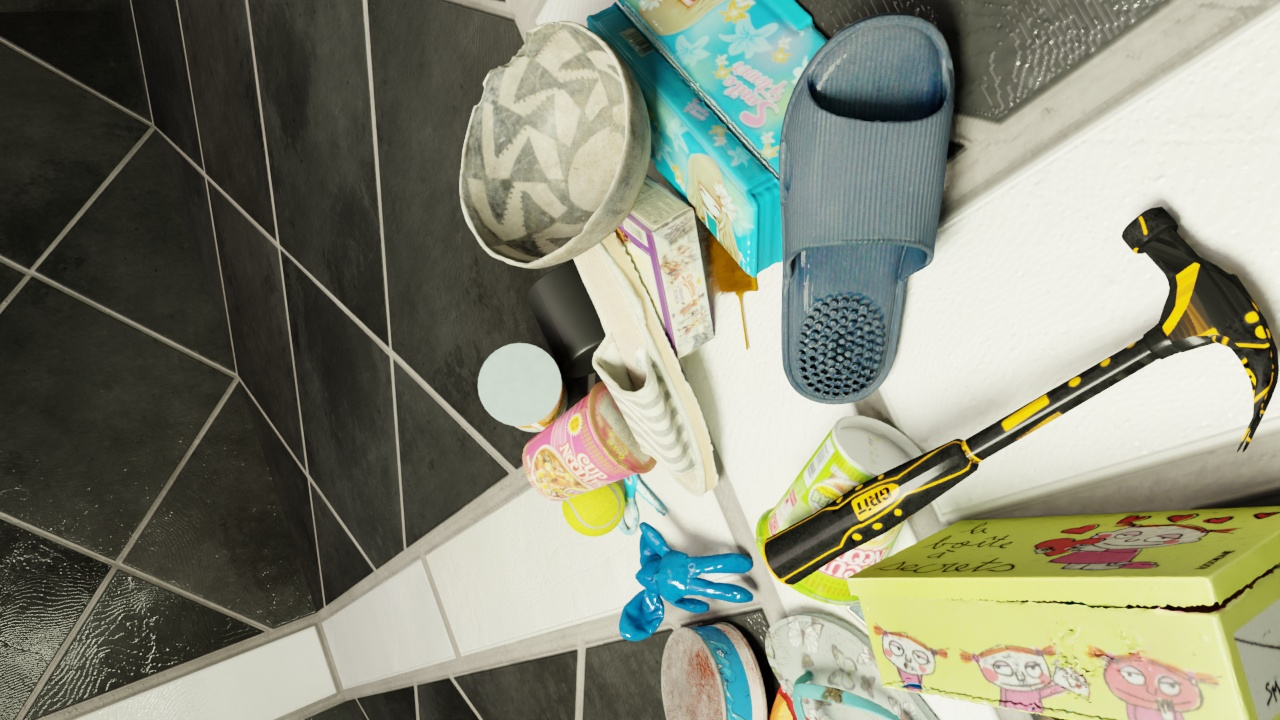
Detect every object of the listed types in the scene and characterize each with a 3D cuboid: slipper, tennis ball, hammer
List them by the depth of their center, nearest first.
[{"bbox_3d":[0.192,0.056,0.529,0.322,0.036,0.123,-41,58,35],"label":"hammer"},{"bbox_3d":[0.132,-0.073,0.569,0.082,0.101,0.264,-75,-11,-58],"label":"slipper"},{"bbox_3d":[0.187,0.293,0.698,0.269,0.054,0.098,40,122,37],"label":"slipper"},{"bbox_3d":[-0.005,0.005,0.799,0.114,0.054,0.273,28,143,65],"label":"slipper"},{"bbox_3d":[-0.049,0.150,0.953,0.065,0.065,0.065,28,125,48],"label":"tennis ball"}]

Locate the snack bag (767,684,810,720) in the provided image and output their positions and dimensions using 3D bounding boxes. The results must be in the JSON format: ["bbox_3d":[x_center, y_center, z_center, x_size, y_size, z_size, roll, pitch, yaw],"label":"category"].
[{"bbox_3d":[0.145,0.368,0.805,0.131,0.039,0.144,48,132,37],"label":"snack bag"}]

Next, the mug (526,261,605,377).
[{"bbox_3d":[-0.058,-0.034,0.911,0.088,0.078,0.114,62,172,17],"label":"mug"}]

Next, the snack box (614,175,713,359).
[{"bbox_3d":[-0.004,-0.095,0.781,0.143,0.040,0.148,44,159,38],"label":"snack box"}]

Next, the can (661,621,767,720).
[{"bbox_3d":[0.066,0.315,0.863,0.130,0.044,0.130,179,90,-66],"label":"can"}]

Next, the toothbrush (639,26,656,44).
[{"bbox_3d":[0.005,-0.248,0.771,0.022,0.017,0.135,35,131,44],"label":"toothbrush"}]

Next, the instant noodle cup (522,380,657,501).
[{"bbox_3d":[-0.054,0.086,0.891,0.109,0.097,0.097,-31,76,30],"label":"instant noodle cup"}]

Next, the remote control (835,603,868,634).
[{"bbox_3d":[0.156,0.175,0.730,0.125,0.018,0.038,38,133,40],"label":"remote control"}]

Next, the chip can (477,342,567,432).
[{"bbox_3d":[-0.113,0.032,0.924,0.215,0.075,0.075,119,133,-83],"label":"chip can"}]

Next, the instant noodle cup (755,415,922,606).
[{"bbox_3d":[0.147,0.102,0.652,0.099,0.098,0.108,47,131,34],"label":"instant noodle cup"}]

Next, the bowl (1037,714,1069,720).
[{"bbox_3d":[0.271,0.214,0.460,0.163,0.162,0.070,-18,74,57],"label":"bowl"}]

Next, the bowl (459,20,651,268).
[{"bbox_3d":[-0.051,-0.152,0.689,0.179,0.081,0.178,-7,79,42],"label":"bowl"}]

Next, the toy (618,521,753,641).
[{"bbox_3d":[0.031,0.213,0.873,0.177,0.071,0.112,-17,63,54],"label":"toy"}]

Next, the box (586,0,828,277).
[{"bbox_3d":[0.047,-0.192,0.666,0.227,0.085,0.170,55,134,27],"label":"box"}]

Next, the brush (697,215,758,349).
[{"bbox_3d":[0.073,-0.074,0.746,0.048,0.017,0.126,5,108,55],"label":"brush"}]

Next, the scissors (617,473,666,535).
[{"bbox_3d":[-0.016,0.121,0.963,0.139,0.011,0.134,53,144,30],"label":"scissors"}]

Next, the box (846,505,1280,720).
[{"bbox_3d":[0.237,0.135,0.504,0.221,0.124,0.083,-16,88,59],"label":"box"}]
